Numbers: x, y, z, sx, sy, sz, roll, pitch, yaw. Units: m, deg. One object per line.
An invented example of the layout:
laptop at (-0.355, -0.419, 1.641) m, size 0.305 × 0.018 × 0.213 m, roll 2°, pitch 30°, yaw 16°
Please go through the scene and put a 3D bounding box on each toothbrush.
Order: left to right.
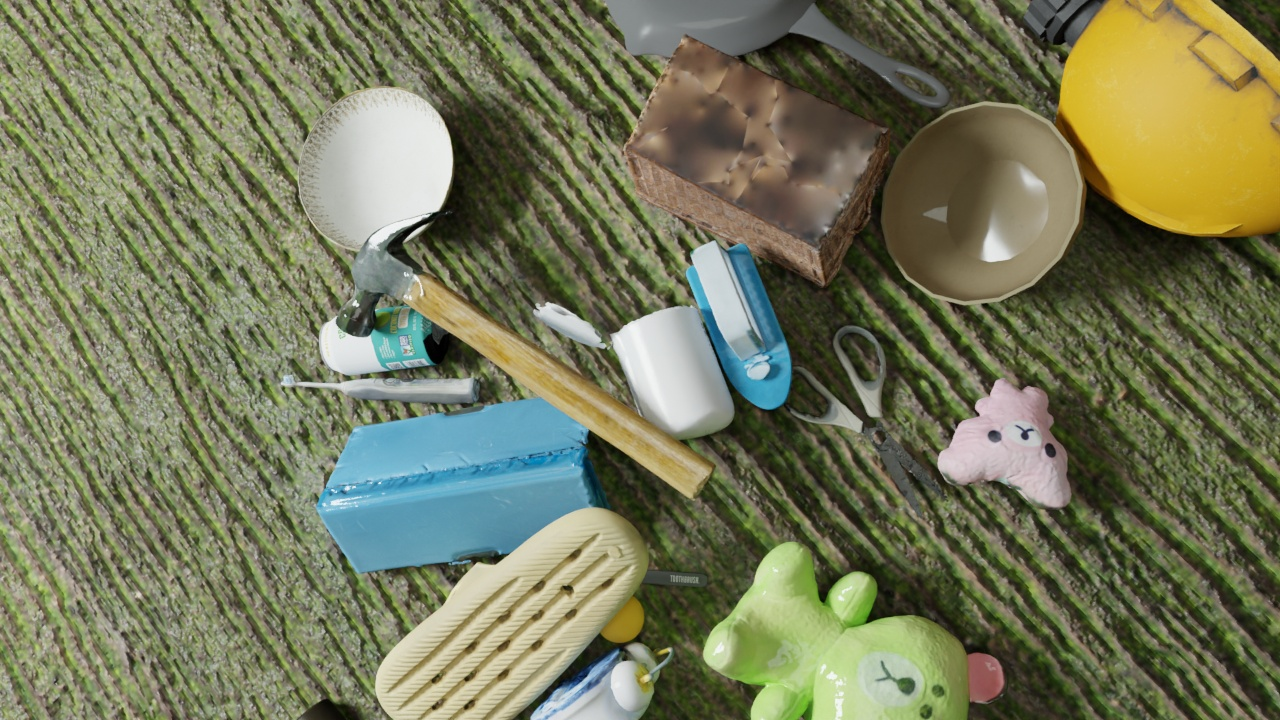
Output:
toothbrush at (-0.234, 0.024, 0.817) m, size 0.186 × 0.022 × 0.024 m, roll 2°, pitch 113°, yaw 11°
toothbrush at (-0.027, 0.179, 0.769) m, size 0.167 × 0.013 × 0.013 m, roll 2°, pitch 84°, yaw 8°

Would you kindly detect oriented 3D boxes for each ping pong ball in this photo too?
ping pong ball at (-0.017, 0.209, 0.748) m, size 0.040 × 0.040 × 0.040 m, roll -1°, pitch 83°, yaw 10°

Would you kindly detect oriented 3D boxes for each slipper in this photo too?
slipper at (-0.098, 0.206, 0.743) m, size 0.262 × 0.079 × 0.111 m, roll -42°, pitch 101°, yaw 14°

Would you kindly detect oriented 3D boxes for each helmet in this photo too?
helmet at (0.379, -0.175, 0.661) m, size 0.132 × 0.204 × 0.255 m, roll -42°, pitch 71°, yaw 29°

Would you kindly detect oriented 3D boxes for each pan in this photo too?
pan at (0.107, -0.309, 0.769) m, size 0.354 × 0.024 × 0.216 m, roll 38°, pitch 81°, yaw 17°

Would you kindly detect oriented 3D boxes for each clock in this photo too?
clock at (-0.026, 0.262, 0.720) m, size 0.125 × 0.089 × 0.052 m, roll -37°, pitch 84°, yaw 6°

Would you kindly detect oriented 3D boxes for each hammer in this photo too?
hammer at (-0.086, 0.001, 0.715) m, size 0.330 × 0.033 × 0.132 m, roll 33°, pitch 111°, yaw 9°

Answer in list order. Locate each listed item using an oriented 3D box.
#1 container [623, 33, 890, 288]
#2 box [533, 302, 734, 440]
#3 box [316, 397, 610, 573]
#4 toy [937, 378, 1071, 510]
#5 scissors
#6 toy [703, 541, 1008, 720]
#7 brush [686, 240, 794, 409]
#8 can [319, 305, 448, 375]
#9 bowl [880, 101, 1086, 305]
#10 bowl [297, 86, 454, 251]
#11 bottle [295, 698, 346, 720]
container at (0.092, -0.157, 0.733) m, size 0.198 × 0.112 × 0.114 m, roll 28°, pitch 89°, yaw 13°
box at (-0.007, 0.003, 0.743) m, size 0.136 × 0.084 × 0.147 m, roll -18°, pitch 80°, yaw -2°
box at (-0.142, 0.102, 0.788) m, size 0.232 × 0.112 × 0.094 m, roll -10°, pitch 127°, yaw 10°
toy at (0.285, 0.060, 0.707) m, size 0.099 × 0.053 × 0.095 m, roll 16°, pitch 74°, yaw 8°
scissors at (0.177, 0.052, 0.745) m, size 0.150 × 0.012 × 0.164 m, roll -1°, pitch 84°, yaw 11°
toy at (0.152, 0.234, 0.690) m, size 0.197 × 0.107 × 0.149 m, roll 39°, pitch 68°, yaw 3°
brush at (0.082, -0.025, 0.733) m, size 0.055 × 0.075 × 0.135 m, roll -24°, pitch 76°, yaw 16°
can at (-0.223, -0.018, 0.803) m, size 0.102 × 0.055 × 0.055 m, roll -7°, pitch 82°, yaw 9°
bowl at (0.268, -0.118, 0.711) m, size 0.153 × 0.050 × 0.152 m, roll 1°, pitch 92°, yaw 41°
bowl at (-0.223, -0.161, 0.815) m, size 0.145 × 0.063 × 0.145 m, roll -1°, pitch 83°, yaw 9°
bottle at (-0.221, 0.366, 0.763) m, size 0.184 × 0.045 × 0.045 m, roll 44°, pitch 92°, yaw 12°
